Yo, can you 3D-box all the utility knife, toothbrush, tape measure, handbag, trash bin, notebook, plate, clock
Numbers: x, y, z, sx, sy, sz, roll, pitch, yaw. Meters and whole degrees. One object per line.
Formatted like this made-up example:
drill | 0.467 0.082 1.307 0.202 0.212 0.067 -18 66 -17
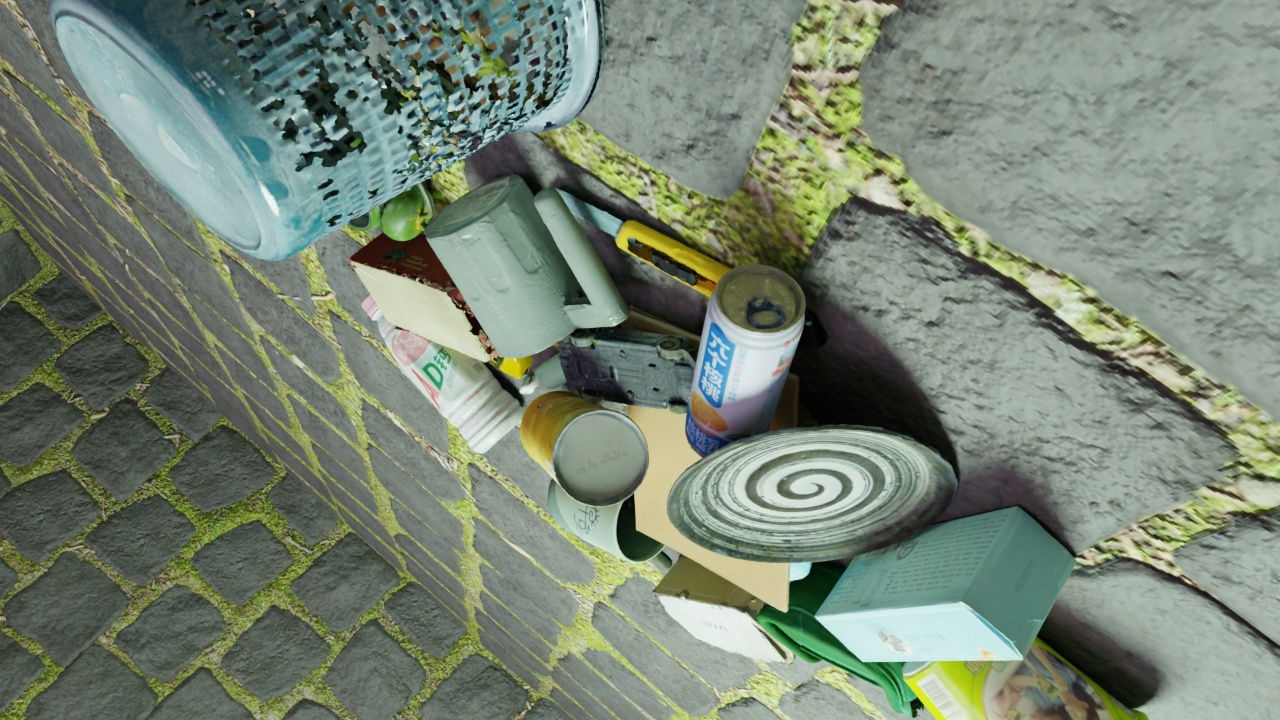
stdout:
utility knife | 0.021 -0.060 0.573 0.215 0.015 0.033 31 149 24
toothbrush | -0.035 0.162 1.000 0.186 0.012 0.017 44 165 -3
tape measure | -0.129 -0.011 0.847 0.060 0.028 0.057 39 154 7
toothbrush | -0.067 0.007 0.791 0.026 0.027 0.225 19 161 -20
handbag | 0.168 0.227 0.745 0.131 0.067 0.120 11 141 48
trash bin | -0.165 -0.165 0.470 0.226 0.194 0.227 34 153 19
notebook | 0.049 0.074 0.671 0.150 0.012 0.212 24 132 36
plate | 0.104 0.082 0.577 0.179 0.024 0.180 -1 143 -1
clock | -0.218 -0.154 0.722 0.161 0.056 0.116 23 149 35

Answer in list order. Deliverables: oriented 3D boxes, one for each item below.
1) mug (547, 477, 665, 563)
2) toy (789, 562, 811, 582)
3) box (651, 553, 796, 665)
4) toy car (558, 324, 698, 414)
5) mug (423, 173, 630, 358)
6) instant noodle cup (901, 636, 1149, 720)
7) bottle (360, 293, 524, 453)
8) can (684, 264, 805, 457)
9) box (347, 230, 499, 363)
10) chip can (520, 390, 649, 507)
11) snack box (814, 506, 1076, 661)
mug | -0.030 0.121 0.863 0.106 0.082 0.112 15 113 46
toy | 0.093 0.110 0.696 0.161 0.049 0.157 57 151 -14
box | 0.092 0.234 0.878 0.090 0.061 0.185 50 152 -16
toy car | -0.004 0.004 0.640 0.121 0.036 0.054 9 122 32
mug | -0.076 -0.067 0.633 0.124 0.083 0.103 -3 128 42
instant noodle cup | 0.244 0.225 0.604 0.123 0.111 0.112 46 156 14
bottle | -0.204 0.003 0.940 0.197 0.068 0.068 49 154 -2
can | 0.059 0.006 0.539 0.053 0.053 0.135 33 148 19
box | -0.179 -0.056 0.794 0.168 0.076 0.091 18 145 42
chip can | -0.052 0.065 0.736 0.072 0.072 0.213 47 172 -9
snack box | 0.188 0.149 0.590 0.051 0.074 0.175 43 155 -1
